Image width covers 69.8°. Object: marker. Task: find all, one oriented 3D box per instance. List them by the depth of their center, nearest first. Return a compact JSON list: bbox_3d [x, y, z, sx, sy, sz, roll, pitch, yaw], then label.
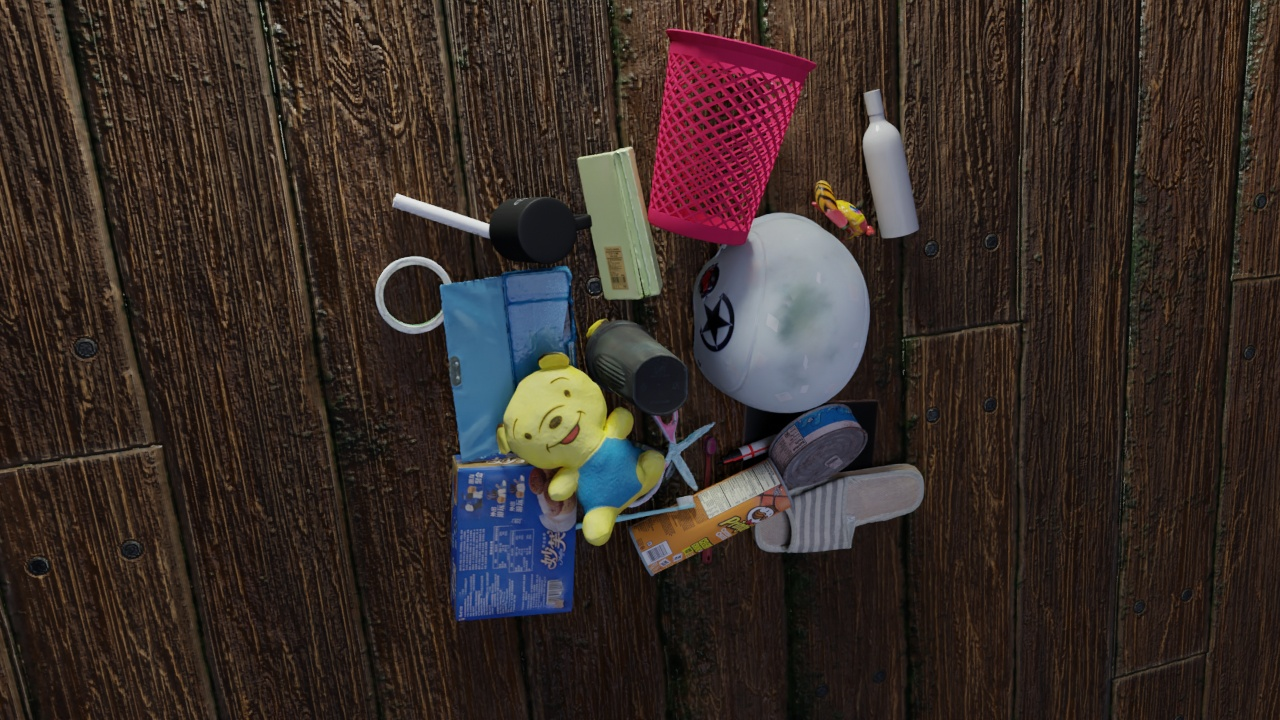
[{"bbox_3d":[-0.235,-0.174,1.119,0.133,0.020,0.017,17,87,-19],"label":"marker"},{"bbox_3d":[0.173,0.120,1.290,0.145,0.019,0.019,-19,106,-11],"label":"marker"}]

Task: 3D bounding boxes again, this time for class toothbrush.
[{"bbox_3d":[-0.015,0.207,1.235,0.181,0.016,0.016,-14,84,11],"label":"toothbrush"},{"bbox_3d":[0.097,0.198,1.296,0.016,0.016,0.190,-3,103,-17],"label":"toothbrush"}]

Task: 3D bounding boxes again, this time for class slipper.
[{"bbox_3d":[0.293,0.216,1.334,0.272,0.054,0.114,-14,109,-12],"label":"slipper"}]

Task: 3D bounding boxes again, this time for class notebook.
[{"bbox_3d":[0.244,0.129,1.329,0.209,0.008,0.141,-1,102,-16],"label":"notebook"}]

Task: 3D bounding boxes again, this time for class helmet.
[{"bbox_3d":[0.199,-0.057,1.195,0.236,0.164,0.264,11,97,-19],"label":"helmet"}]

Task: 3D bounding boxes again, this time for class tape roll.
[{"bbox_3d":[-0.278,-0.080,1.128,0.093,0.018,0.094,-3,103,-15],"label":"tape roll"}]

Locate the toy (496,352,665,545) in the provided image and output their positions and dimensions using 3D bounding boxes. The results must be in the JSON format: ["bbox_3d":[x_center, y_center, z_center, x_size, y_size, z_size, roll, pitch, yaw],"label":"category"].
[{"bbox_3d":[-0.078,0.104,1.133,0.214,0.084,0.149,44,83,0],"label":"toy"}]

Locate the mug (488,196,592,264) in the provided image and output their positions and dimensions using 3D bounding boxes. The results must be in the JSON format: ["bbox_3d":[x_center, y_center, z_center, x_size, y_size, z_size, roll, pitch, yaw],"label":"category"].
[{"bbox_3d":[-0.115,-0.162,1.116,0.113,0.088,0.078,-17,106,-28],"label":"mug"}]

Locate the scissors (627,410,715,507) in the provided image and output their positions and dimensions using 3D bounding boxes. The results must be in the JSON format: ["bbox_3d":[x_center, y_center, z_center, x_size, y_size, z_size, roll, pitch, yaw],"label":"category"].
[{"bbox_3d":[0.028,0.120,1.227,0.172,0.013,0.170,-37,117,-15],"label":"scissors"}]

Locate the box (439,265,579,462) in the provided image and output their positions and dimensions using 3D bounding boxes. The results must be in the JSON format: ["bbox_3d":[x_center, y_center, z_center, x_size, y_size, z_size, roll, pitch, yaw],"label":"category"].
[{"bbox_3d":[-0.161,0.003,1.166,0.176,0.048,0.232,-9,104,-22],"label":"box"}]

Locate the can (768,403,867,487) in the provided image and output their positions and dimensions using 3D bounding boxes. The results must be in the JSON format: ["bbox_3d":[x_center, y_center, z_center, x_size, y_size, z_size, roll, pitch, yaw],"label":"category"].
[{"bbox_3d":[0.243,0.118,1.259,0.129,0.044,0.130,-19,145,-14],"label":"can"}]

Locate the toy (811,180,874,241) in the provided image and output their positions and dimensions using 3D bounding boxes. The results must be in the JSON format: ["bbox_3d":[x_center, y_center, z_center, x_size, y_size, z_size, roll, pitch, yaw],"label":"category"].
[{"bbox_3d":[0.268,-0.197,1.231,0.103,0.084,0.046,45,119,-4],"label":"toy"}]

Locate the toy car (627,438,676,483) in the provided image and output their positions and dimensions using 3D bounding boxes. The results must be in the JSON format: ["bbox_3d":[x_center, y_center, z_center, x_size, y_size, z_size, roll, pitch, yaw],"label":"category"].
[{"bbox_3d":[0.007,0.134,1.246,0.091,0.036,0.042,22,93,-20],"label":"toy car"}]

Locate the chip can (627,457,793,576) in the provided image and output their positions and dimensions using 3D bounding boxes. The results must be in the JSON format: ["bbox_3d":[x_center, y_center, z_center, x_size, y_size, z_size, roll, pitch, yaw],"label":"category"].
[{"bbox_3d":[0.095,0.213,1.252,0.215,0.075,0.075,-26,108,0],"label":"chip can"}]

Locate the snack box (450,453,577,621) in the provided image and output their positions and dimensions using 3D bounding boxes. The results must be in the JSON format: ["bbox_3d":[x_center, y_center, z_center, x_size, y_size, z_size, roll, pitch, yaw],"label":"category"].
[{"bbox_3d":[-0.167,0.227,1.198,0.155,0.069,0.203,0,101,-16],"label":"snack box"}]

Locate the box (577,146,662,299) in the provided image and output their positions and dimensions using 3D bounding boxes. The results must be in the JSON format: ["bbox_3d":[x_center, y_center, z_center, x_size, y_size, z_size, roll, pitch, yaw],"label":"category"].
[{"bbox_3d":[-0.016,-0.171,1.157,0.090,0.077,0.188,-13,104,-13],"label":"box"}]

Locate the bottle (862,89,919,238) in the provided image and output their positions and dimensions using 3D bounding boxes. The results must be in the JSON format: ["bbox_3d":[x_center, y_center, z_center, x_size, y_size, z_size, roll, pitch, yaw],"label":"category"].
[{"bbox_3d":[0.334,-0.268,1.246,0.052,0.052,0.195,-20,106,-11],"label":"bottle"}]

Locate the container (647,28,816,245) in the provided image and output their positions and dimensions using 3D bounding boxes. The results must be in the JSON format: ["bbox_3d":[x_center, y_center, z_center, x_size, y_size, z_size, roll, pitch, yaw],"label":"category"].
[{"bbox_3d":[0.095,-0.266,1.123,0.183,0.183,0.226,8,107,-18],"label":"container"}]

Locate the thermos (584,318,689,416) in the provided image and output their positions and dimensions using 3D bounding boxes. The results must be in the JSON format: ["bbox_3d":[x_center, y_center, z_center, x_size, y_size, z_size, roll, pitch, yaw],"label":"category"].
[{"bbox_3d":[-0.007,0.007,1.118,0.098,0.221,0.098,-3,101,-14],"label":"thermos"}]
